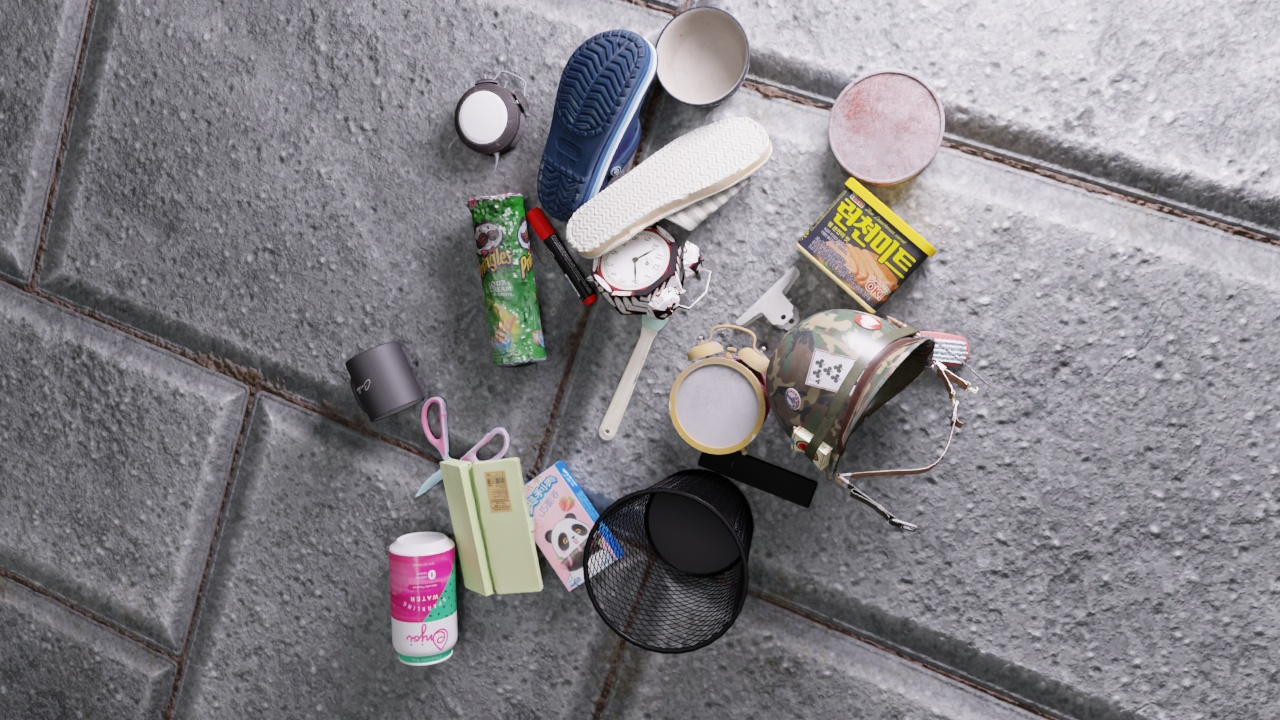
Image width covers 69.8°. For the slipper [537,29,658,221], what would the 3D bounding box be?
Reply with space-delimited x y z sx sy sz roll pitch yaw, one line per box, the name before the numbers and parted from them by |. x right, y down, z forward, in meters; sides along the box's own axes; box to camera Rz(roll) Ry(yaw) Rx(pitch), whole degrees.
slipper | -0.052 -0.291 1.145 0.105 0.095 0.253 43 122 25

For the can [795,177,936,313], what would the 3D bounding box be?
can | 0.264 -0.134 1.083 0.131 0.072 0.101 43 106 7

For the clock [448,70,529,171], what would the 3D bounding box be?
clock | -0.196 -0.319 1.198 0.091 0.043 0.123 27 101 11

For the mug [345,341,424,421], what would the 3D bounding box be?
mug | -0.361 0.034 1.263 0.114 0.078 0.088 -26 88 41

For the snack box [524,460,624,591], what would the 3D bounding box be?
snack box | -0.101 0.221 1.230 0.088 0.033 0.154 -36 85 14

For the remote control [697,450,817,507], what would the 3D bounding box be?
remote control | 0.149 0.143 1.168 0.150 0.013 0.034 21 99 11

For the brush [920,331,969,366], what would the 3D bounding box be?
brush | 0.306 -0.018 1.104 0.172 0.030 0.041 6 96 14

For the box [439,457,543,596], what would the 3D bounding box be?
box | -0.205 0.223 1.230 0.141 0.048 0.188 -4 100 29

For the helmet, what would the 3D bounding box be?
helmet | 0.254 0.047 1.025 0.236 0.225 0.192 44 74 3

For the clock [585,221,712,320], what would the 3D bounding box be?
clock | 0.017 -0.104 1.138 0.155 0.065 0.114 22 71 25

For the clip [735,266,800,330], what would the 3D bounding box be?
clip | 0.172 -0.063 1.142 0.102 0.040 0.054 -44 65 15

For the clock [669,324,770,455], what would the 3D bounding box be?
clock | 0.105 0.034 1.134 0.117 0.081 0.159 10 99 16

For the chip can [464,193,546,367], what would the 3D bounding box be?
chip can | -0.173 -0.102 1.197 0.075 0.075 0.223 -8 93 15

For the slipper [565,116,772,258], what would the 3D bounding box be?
slipper | 0.034 -0.205 1.122 0.273 0.054 0.114 -28 56 5

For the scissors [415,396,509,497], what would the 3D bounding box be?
scissors | -0.248 0.133 1.270 0.168 0.014 0.170 -4 94 15

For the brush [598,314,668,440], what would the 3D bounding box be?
brush | -0.007 0.007 1.198 0.033 0.012 0.218 25 102 10

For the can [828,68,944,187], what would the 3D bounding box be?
can | 0.287 -0.271 1.077 0.130 0.044 0.130 1 95 14

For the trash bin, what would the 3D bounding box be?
trash bin | 0.051 0.220 1.098 0.184 0.210 0.184 1 95 14

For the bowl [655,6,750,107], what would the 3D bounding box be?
bowl | 0.079 -0.363 1.115 0.116 0.059 0.115 1 95 14

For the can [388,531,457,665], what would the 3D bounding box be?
can | -0.298 0.325 1.261 0.088 0.088 0.166 1 95 14

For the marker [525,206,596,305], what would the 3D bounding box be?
marker | -0.103 -0.135 1.203 0.024 0.021 0.145 -36 85 45
